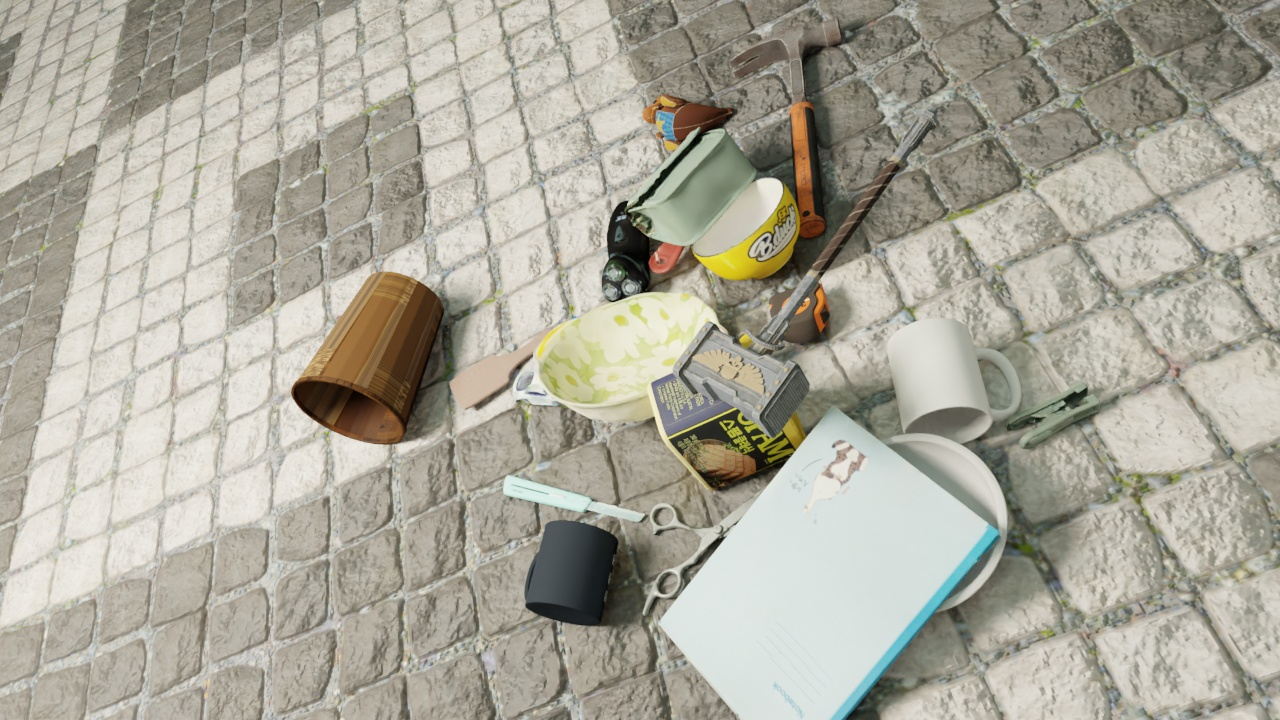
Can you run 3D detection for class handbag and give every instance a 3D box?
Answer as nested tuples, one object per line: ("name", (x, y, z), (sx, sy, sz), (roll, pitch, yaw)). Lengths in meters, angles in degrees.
("handbag", (0.050, -0.191, 0.999), (0.121, 0.067, 0.106), (-49, 26, -10))

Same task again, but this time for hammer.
("hammer", (0.175, -0.270, 1.064), (0.138, 0.035, 0.313), (-10, 56, 19))
("hammer", (0.160, -0.091, 0.766), (0.098, 0.044, 0.321), (29, 77, 37))

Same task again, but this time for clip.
("clip", (0.352, 0.048, 0.783), (0.076, 0.023, 0.042), (-28, 50, 4))

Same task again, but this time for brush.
("brush", (-0.153, 0.007, 1.055), (0.135, 0.015, 0.050), (-33, 52, -5))
("brush", (0.066, -0.160, 1.046), (0.041, 0.030, 0.172), (23, 70, 34))

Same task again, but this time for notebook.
("notebook", (0.145, 0.184, 0.762), (0.253, 0.009, 0.181), (-52, 51, 4))

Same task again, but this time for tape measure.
("tape measure", (0.163, -0.045, 0.924), (0.058, 0.038, 0.058), (-20, 40, 12))

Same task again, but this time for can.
("can", (0.082, 0.052, 0.837), (0.104, 0.135, 0.075), (-25, 52, 12))

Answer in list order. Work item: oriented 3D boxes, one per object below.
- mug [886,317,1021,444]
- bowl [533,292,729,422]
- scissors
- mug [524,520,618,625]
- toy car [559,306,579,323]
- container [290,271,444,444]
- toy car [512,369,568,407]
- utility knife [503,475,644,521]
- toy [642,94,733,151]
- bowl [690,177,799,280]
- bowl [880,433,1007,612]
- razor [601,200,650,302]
("mug", (0.280, 0.021, 0.811), (0.110, 0.074, 0.090), (2, 57, -4))
("bowl", (-0.006, 0.005, 0.932), (0.220, 0.060, 0.187), (4, 40, 35))
("scissors", (0.063, 0.172, 0.844), (0.142, 0.014, 0.157), (8, 64, 33))
("mug", (-0.074, 0.201, 0.862), (0.105, 0.071, 0.077), (-20, 48, 46))
("toy car", (-0.094, -0.030, 1.031), (0.062, 0.033, 0.091), (14, 44, 38))
("container", (-0.306, -0.008, 1.069), (0.132, 0.132, 0.166), (0, 54, 25))
("toy car", (-0.101, 0.029, 1.005), (0.090, 0.027, 0.038), (1, 58, 26))
("utility knife", (-0.069, 0.143, 0.928), (0.166, 0.015, 0.022), (9, 63, 26))
("toy", (0.059, -0.310, 1.146), (0.103, 0.071, 0.090), (-18, 36, -14))
("bowl", (0.119, -0.129, 0.967), (0.117, 0.067, 0.117), (-32, 29, 20))
("bowl", (0.230, 0.138, 0.762), (0.150, 0.043, 0.149), (-15, 61, 28))
("razor", (-0.019, -0.129, 1.044), (0.053, 0.064, 0.140), (-12, 56, 17))
